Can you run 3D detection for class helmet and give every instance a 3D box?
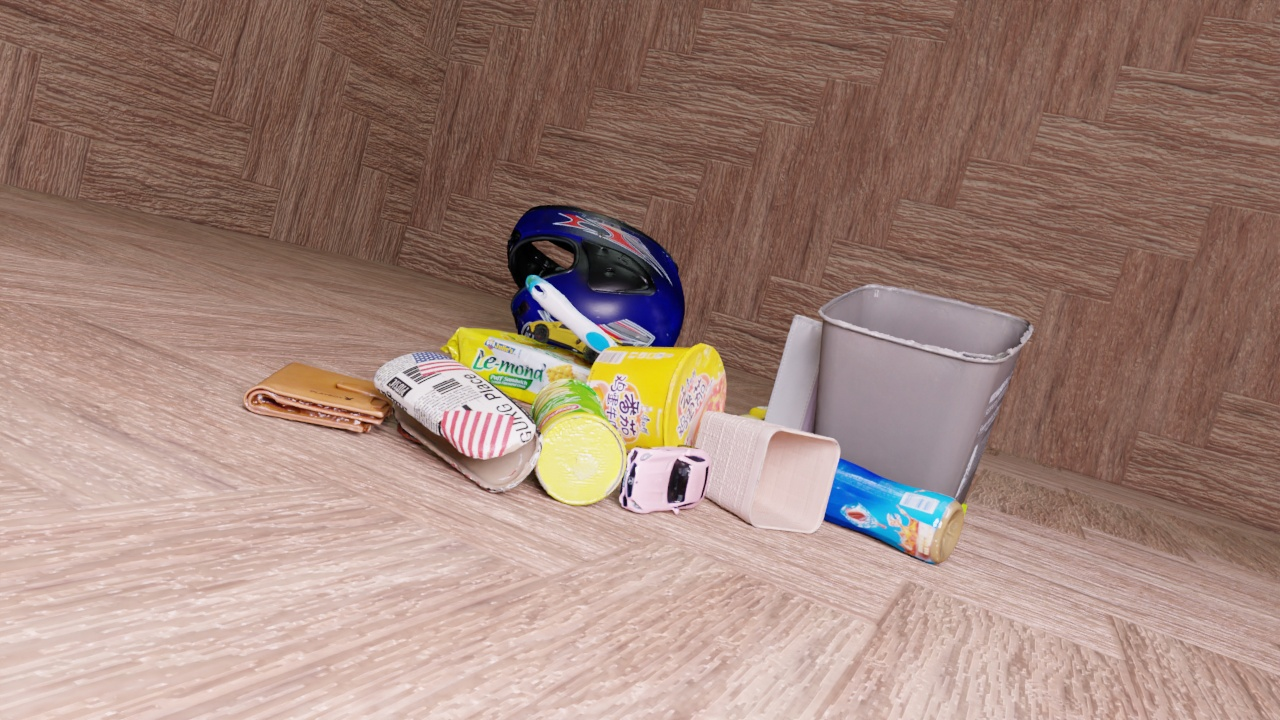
[{"bbox_3d":[-0.088,-0.088,1.474,0.315,0.239,0.248,22,-34,-4],"label":"helmet"}]

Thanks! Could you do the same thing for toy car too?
[{"bbox_3d":[-0.080,-0.027,1.199,0.156,0.041,0.071,18,4,28],"label":"toy car"},{"bbox_3d":[0.026,0.099,0.765,0.037,0.056,0.122,10,1,32],"label":"toy car"}]

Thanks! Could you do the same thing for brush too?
[{"bbox_3d":[-0.007,0.006,1.089,0.314,0.061,0.109,45,17,2],"label":"brush"}]

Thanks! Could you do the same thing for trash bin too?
[{"bbox_3d":[0.293,0.052,1.000,0.199,0.220,0.198,17,23,29],"label":"trash bin"}]

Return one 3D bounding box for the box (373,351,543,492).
[{"bbox_3d":[-0.142,0.032,0.697,0.163,0.074,0.081,29,-21,41],"label":"box"}]

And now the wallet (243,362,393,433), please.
[{"bbox_3d":[-0.263,0.031,0.776,0.108,0.031,0.132,13,6,-9],"label":"wallet"}]

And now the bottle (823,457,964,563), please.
[{"bbox_3d":[0.203,0.133,0.908,0.219,0.065,0.065,18,5,37],"label":"bottle"}]

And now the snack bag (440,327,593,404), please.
[{"bbox_3d":[-0.113,0.021,1.176,0.247,0.068,0.157,18,5,21],"label":"snack bag"}]

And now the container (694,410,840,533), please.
[{"bbox_3d":[0.110,0.099,0.858,0.089,0.090,0.111,13,2,-33],"label":"container"}]

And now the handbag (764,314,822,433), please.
[{"bbox_3d":[0.232,0.052,1.154,0.144,0.197,0.098,13,6,-40],"label":"handbag"}]

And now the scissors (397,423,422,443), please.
[{"bbox_3d":[-0.172,0.057,0.847,0.190,0.015,0.221,17,5,17],"label":"scissors"}]

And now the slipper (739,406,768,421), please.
[{"bbox_3d":[0.197,0.096,1.266,0.190,0.081,0.092,16,1,-38],"label":"slipper"}]

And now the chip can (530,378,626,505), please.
[{"bbox_3d":[-0.059,0.063,0.799,0.072,0.072,0.221,15,4,-8],"label":"chip can"}]

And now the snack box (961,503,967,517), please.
[{"bbox_3d":[0.314,0.166,1.124,0.156,0.026,0.086,13,5,-29],"label":"snack box"}]

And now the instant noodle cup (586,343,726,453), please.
[{"bbox_3d":[0.012,0.045,0.964,0.110,0.138,0.137,8,0,29],"label":"instant noodle cup"}]
